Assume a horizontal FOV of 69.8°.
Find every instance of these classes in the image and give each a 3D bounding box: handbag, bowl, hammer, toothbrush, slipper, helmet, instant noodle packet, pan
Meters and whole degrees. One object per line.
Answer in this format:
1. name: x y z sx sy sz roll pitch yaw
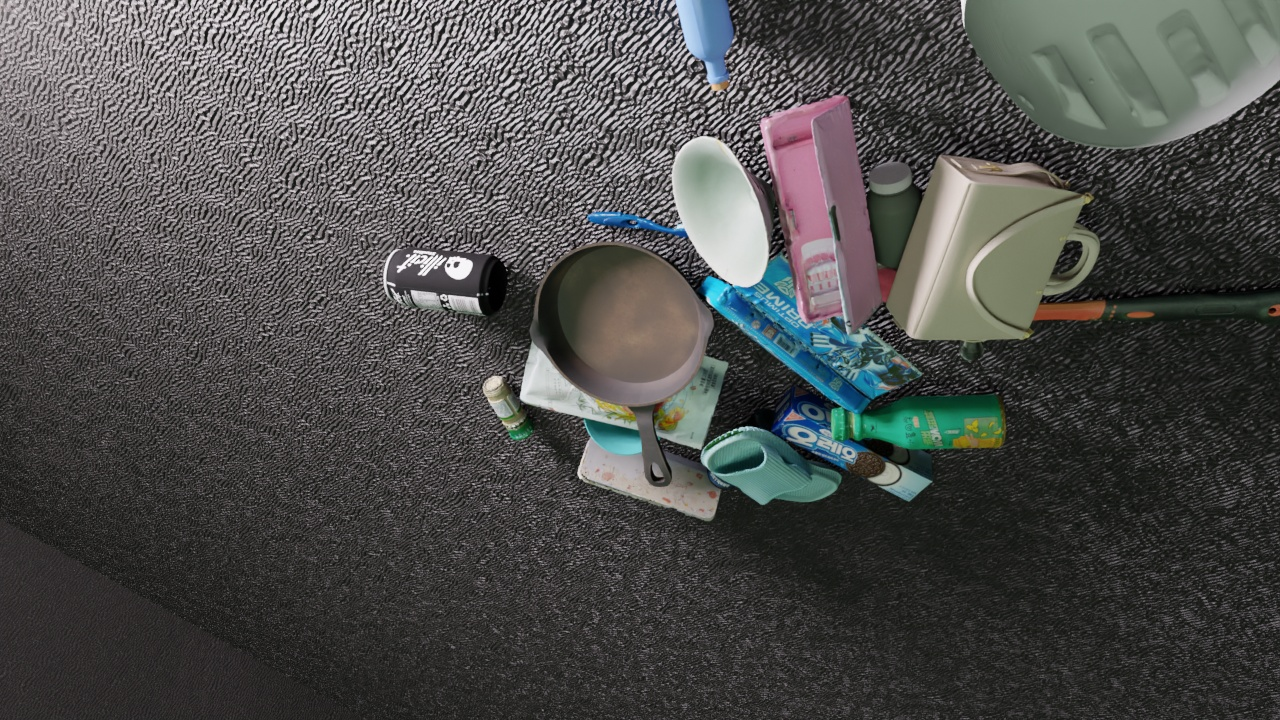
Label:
1. handbag: 0.382 -0.107 0.953 0.197 0.101 0.195 4 121 -12
2. bowl: -0.019 0.074 1.319 0.121 0.121 0.046 18 180 2
3. hammer: 0.531 -0.058 1.022 0.334 0.033 0.133 0 133 18
4. bowl: 0.111 -0.173 1.018 0.174 0.067 0.174 48 154 33
5. toothbrush: -0.001 -0.166 1.112 0.132 0.016 0.021 11 136 13
6. slipper: 0.189 0.164 1.277 0.116 0.069 0.276 -29 142 35
7. helmet: 0.387 -0.295 0.718 0.282 0.183 0.225 40 139 -12
8. instant noodle packet: -0.026 0.027 1.263 0.269 0.057 0.147 16 106 2
9. pan: -0.007 0.007 1.202 0.249 0.043 0.356 -5 115 21

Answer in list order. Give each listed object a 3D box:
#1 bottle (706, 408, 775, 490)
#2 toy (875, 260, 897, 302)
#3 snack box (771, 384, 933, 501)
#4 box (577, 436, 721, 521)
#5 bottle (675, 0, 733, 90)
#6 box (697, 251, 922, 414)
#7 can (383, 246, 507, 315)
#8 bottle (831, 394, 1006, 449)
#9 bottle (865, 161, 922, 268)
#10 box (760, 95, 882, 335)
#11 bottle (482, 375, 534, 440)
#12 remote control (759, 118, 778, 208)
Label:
1. bottle: 0.149 0.128 1.325 0.056 0.056 0.161 25 136 -6
2. toy: 0.252 -0.095 1.068 0.102 0.065 0.050 12 169 3
3. snack box: 0.292 0.114 1.259 0.226 0.059 0.060 28 133 -7
4. box: 0.014 0.180 1.416 0.216 0.094 0.108 19 162 -1
5. bottle: 0.065 -0.328 0.899 0.048 0.047 0.131 -1 133 21
6. box: 0.195 -0.021 1.109 0.243 0.063 0.175 36 161 -18
7. can: -0.257 -0.106 1.215 0.146 0.080 0.080 7 136 13
8. bottle: 0.352 0.080 1.175 0.210 0.068 0.068 -2 134 10
9. bottle: 0.274 -0.156 0.990 0.060 0.060 0.108 -2 133 22
10. box: 0.198 -0.144 0.944 0.099 0.098 0.233 -14 112 2
11. bottle: -0.203 0.073 1.405 0.043 0.042 0.110 -7 131 25
12. remote control: 0.167 -0.205 1.009 0.045 0.021 0.140 -4 128 21
